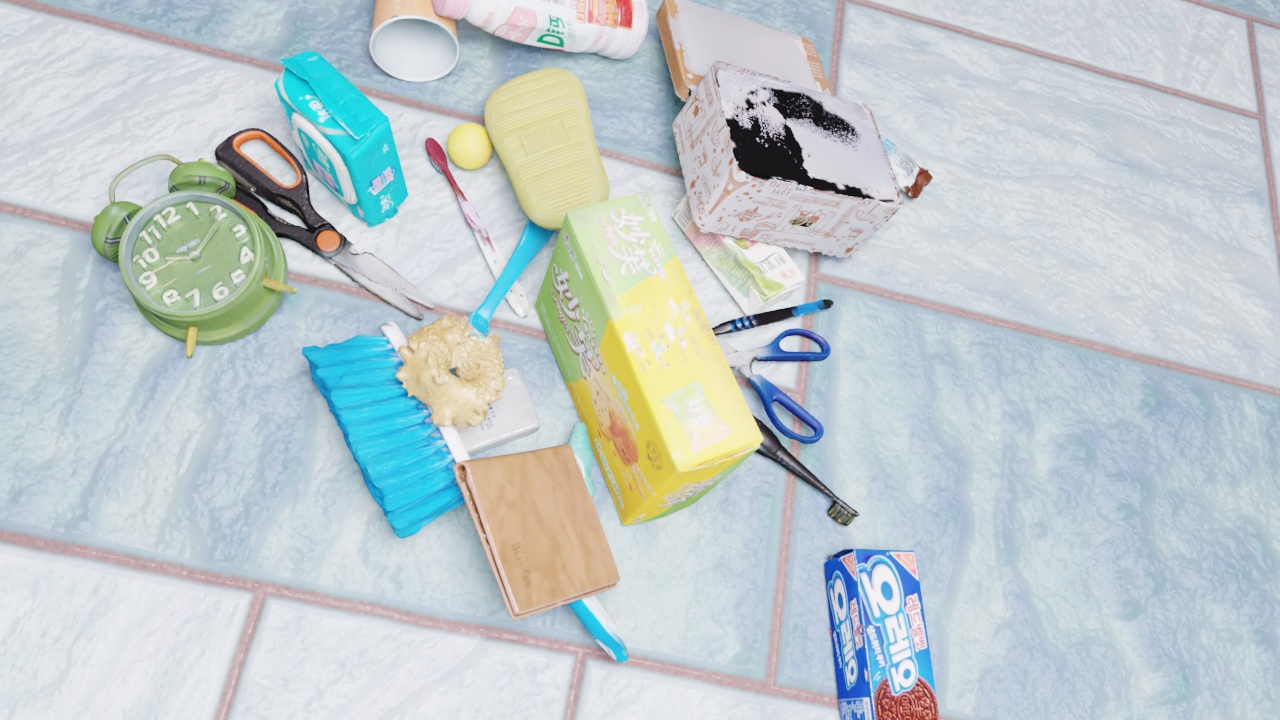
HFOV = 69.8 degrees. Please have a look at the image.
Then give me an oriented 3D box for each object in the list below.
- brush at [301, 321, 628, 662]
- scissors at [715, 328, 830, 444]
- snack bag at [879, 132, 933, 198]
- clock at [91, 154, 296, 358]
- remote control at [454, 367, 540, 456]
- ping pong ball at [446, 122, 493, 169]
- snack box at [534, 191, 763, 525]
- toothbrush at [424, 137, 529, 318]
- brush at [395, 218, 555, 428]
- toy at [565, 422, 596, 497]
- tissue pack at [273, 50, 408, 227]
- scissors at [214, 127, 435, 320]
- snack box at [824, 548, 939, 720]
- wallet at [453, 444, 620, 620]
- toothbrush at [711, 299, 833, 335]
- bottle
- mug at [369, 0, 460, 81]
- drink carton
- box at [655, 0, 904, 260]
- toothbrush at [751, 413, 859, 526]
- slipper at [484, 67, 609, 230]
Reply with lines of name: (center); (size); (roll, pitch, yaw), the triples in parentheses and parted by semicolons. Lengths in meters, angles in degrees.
brush: (-0.130, 0.103, 0.668); (0.109, 0.061, 0.314); (-26, 79, -23)
scissors: (0.098, 0.006, 0.781); (0.162, 0.012, 0.174); (-23, 69, -31)
snack bag: (0.239, -0.201, 0.902); (0.105, 0.026, 0.045); (38, 57, 4)
clock: (-0.347, -0.088, 0.707); (0.116, 0.056, 0.161); (-36, 83, -15)
remote control: (-0.150, 0.051, 0.722); (0.135, 0.019, 0.056); (-20, 74, -18)
ping pong ball: (-0.150, -0.189, 0.808); (0.040, 0.040, 0.040); (4, 67, -10)
snack box: (-0.004, 0.004, 0.696); (0.070, 0.158, 0.210); (-17, 73, -22)
toothbrush: (-0.143, -0.115, 0.795); (0.016, 0.017, 0.187); (-25, 77, -23)
brush: (-0.114, -0.046, 0.721); (0.083, 0.046, 0.253); (36, 43, -13)
toy: (-0.079, 0.099, 0.714); (0.092, 0.030, 0.096); (-6, 76, -6)
tissue pack: (-0.238, -0.175, 0.734); (0.093, 0.134, 0.050); (43, 70, 11)
scissors: (-0.277, -0.093, 0.759); (0.148, 0.022, 0.234); (-32, 83, -14)
snack box: (0.184, 0.247, 0.692); (0.058, 0.057, 0.207); (3, 67, -14)
wallet: (-0.071, 0.117, 0.649); (0.101, 0.020, 0.115); (-6, 65, -47)
toothbrush: (0.095, -0.034, 0.789); (0.189, 0.016, 0.014); (-14, 70, -27)
bottle: (-0.089, -0.318, 0.830); (0.196, 0.068, 0.068); (-5, 68, -33)
mug: (-0.206, -0.327, 0.838); (0.078, 0.078, 0.122); (-1, 63, -12)
drink carton: (0.086, -0.101, 0.819); (0.053, 0.046, 0.122); (-29, 78, -34)
box: (0.116, -0.227, 0.835); (0.176, 0.082, 0.259); (7, 56, -26)
toothbrush: (0.096, 0.064, 0.766); (0.212, 0.026, 0.027); (40, 95, 5)
slipper: (-0.078, -0.173, 0.798); (0.091, 0.082, 0.190); (-16, 55, -5)
